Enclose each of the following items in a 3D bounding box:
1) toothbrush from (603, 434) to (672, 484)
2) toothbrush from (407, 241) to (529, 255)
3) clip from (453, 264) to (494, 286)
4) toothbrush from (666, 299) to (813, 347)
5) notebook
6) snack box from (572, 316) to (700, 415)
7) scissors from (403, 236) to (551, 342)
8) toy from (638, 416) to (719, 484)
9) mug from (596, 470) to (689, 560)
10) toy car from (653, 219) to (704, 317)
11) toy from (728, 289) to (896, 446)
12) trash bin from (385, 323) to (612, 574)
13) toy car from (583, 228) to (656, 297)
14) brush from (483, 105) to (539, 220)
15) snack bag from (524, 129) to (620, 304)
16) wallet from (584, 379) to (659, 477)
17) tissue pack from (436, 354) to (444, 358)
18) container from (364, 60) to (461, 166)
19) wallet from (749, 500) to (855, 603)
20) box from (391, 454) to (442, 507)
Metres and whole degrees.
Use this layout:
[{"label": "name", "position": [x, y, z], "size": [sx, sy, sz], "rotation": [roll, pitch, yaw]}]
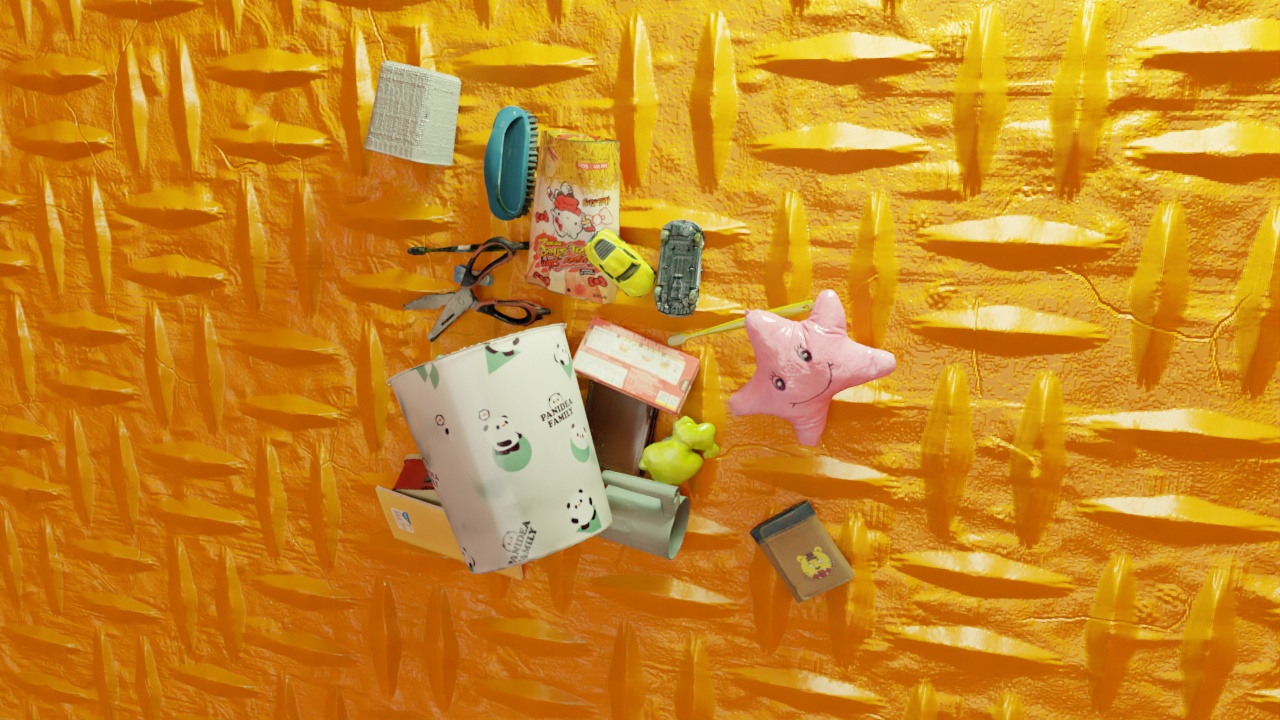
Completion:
[{"label": "toothbrush", "position": [-0.012, 0.140, 1.226], "size": [0.192, 0.018, 0.016], "rotation": [-33, 85, 20]}, {"label": "toothbrush", "position": [-0.231, -0.151, 1.236], "size": [0.186, 0.017, 0.012], "rotation": [0, 95, 19]}, {"label": "clip", "position": [-0.226, -0.113, 1.242], "size": [0.058, 0.036, 0.025], "rotation": [15, 104, 16]}, {"label": "toothbrush", "position": [0.122, -0.046, 1.137], "size": [0.190, 0.016, 0.015], "rotation": [-14, 96, 20]}, {"label": "notebook", "position": [-0.265, 0.245, 1.286], "size": [0.206, 0.010, 0.146], "rotation": [15, 143, 11]}, {"label": "snack box", "position": [-0.007, 0.007, 1.172], "size": [0.153, 0.025, 0.075], "rotation": [22, 80, 13]}, {"label": "scissors", "position": [-0.221, -0.087, 1.231], "size": [0.226, 0.015, 0.189], "rotation": [14, 125, 8]}, {"label": "toy", "position": [0.052, 0.120, 1.178], "size": [0.096, 0.031, 0.100], "rotation": [16, 105, -13]}, {"label": "mug", "position": [0.002, 0.192, 1.185], "size": [0.103, 0.083, 0.124], "rotation": [12, 137, 19]}, {"label": "toy car", "position": [0.049, -0.114, 1.137], "size": [0.054, 0.036, 0.120], "rotation": [6, 94, 19]}, {"label": "toy", "position": [0.182, 0.007, 1.093], "size": [0.178, 0.074, 0.195], "rotation": [43, 111, -3]}, {"label": "trash bin", "position": [-0.158, 0.108, 1.117], "size": [0.230, 0.229, 0.252], "rotation": [-20, 88, 22]}, {"label": "toy car", "position": [-0.023, -0.118, 1.141], "size": [0.048, 0.032, 0.105], "rotation": [-45, 117, 9]}, {"label": "brush", "position": [-0.169, -0.249, 1.162], "size": [0.055, 0.073, 0.144], "rotation": [13, 106, 23]}, {"label": "snack bag", "position": [-0.083, -0.181, 1.160], "size": [0.129, 0.073, 0.208], "rotation": [13, 113, 16]}, {"label": "wallet", "position": [-0.032, 0.084, 1.205], "size": [0.101, 0.032, 0.124], "rotation": [15, 96, 20]}, {"label": "tissue pack", "position": [-0.260, 0.068, 1.276], "size": [0.093, 0.050, 0.134], "rotation": [24, 109, 11]}, {"label": "container", "position": [-0.290, -0.318, 1.183], "size": [0.090, 0.090, 0.114], "rotation": [16, 103, 15]}, {"label": "wallet", "position": [0.205, 0.244, 1.164], "size": [0.090, 0.033, 0.115], "rotation": [-32, 93, 21]}, {"label": "box", "position": [-0.251, 0.186, 1.268], "size": [0.168, 0.078, 0.091], "rotation": [-1, 138, 20]}]
